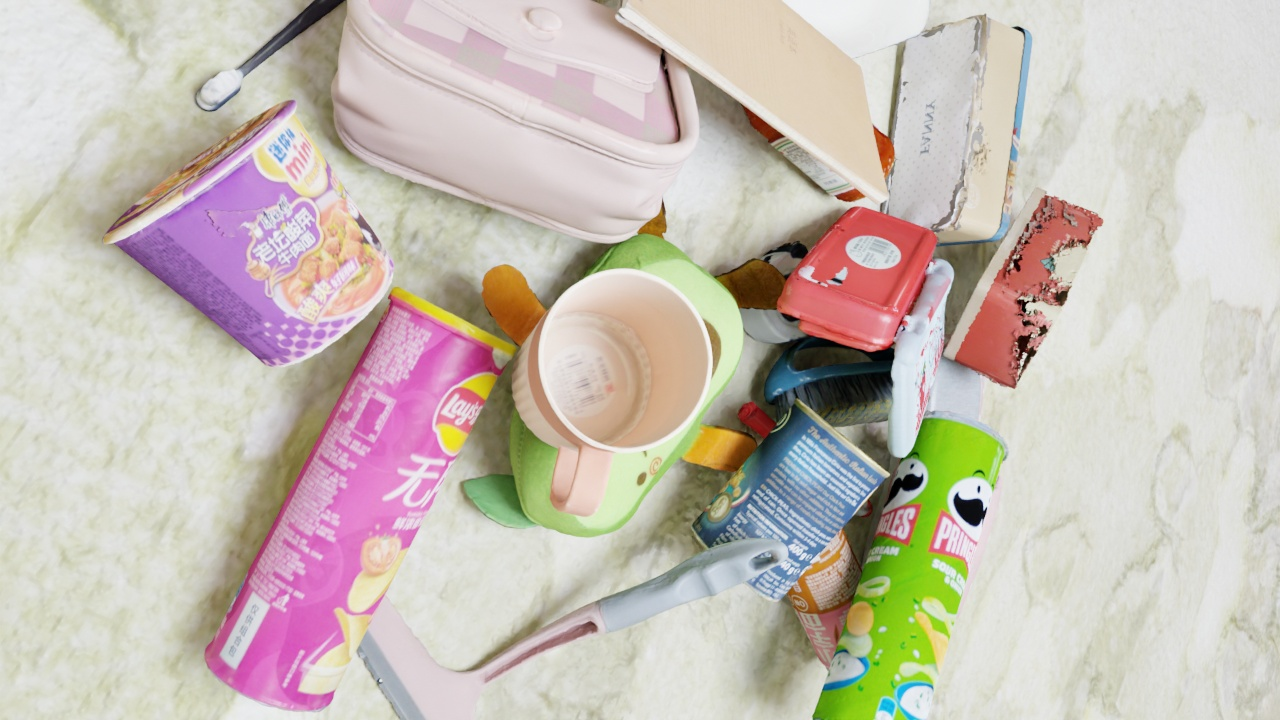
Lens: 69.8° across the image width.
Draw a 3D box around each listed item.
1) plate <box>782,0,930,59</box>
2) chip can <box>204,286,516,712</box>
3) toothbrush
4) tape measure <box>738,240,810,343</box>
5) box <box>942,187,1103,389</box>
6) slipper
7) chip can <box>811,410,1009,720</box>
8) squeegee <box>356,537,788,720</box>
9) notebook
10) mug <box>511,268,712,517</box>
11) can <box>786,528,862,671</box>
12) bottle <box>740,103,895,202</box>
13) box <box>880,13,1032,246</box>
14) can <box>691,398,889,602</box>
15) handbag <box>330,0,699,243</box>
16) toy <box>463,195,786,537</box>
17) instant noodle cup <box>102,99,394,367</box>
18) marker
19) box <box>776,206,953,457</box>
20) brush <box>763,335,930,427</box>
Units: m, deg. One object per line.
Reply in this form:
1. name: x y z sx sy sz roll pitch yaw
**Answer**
1. plate: 0.140 -0.308 0.688 0.163 0.034 0.164 -25 103 -28
2. chip can: -0.144 0.070 0.477 0.071 0.071 0.210 28 88 -28
3. toothbrush: -0.176 -0.199 0.511 0.015 0.018 0.180 47 67 -19
4. tape measure: 0.102 -0.045 0.667 0.065 0.034 0.066 -34 105 -29
5. box: 0.312 -0.058 0.725 0.167 0.076 0.091 -47 157 -40
6. slipper: 0.241 0.113 0.738 0.114 0.054 0.274 17 81 -30
7. chip can: 0.188 0.152 0.631 0.072 0.072 0.235 38 65 -25
8. squeegee: -0.027 0.161 0.553 0.249 0.040 0.248 -25 104 3
9. notebook: 0.075 -0.201 0.583 0.211 0.012 0.149 28 46 -28
10. mug: -0.023 0.021 0.462 0.081 0.106 0.114 14 79 -13
11. can: 0.132 0.158 0.671 0.057 0.058 0.147 -34 107 -26
12. bottle: 0.096 -0.190 0.650 0.206 0.060 0.059 33 74 -26
13. box: 0.246 -0.183 0.720 0.060 0.090 0.184 11 90 -30
14. can: 0.094 0.091 0.590 0.075 0.075 0.111 36 96 -26
15. handbag: -0.057 -0.198 0.535 0.193 0.094 0.233 20 59 -16
16. toy: -0.003 0.003 0.572 0.227 0.090 0.246 35 71 -23
17. instant noodle cup: -0.184 -0.059 0.458 0.111 0.112 0.099 -49 121 -21
18. marker: 0.127 0.077 0.692 0.145 0.017 0.017 39 71 -25
19. box: 0.164 -0.026 0.634 0.200 0.119 0.098 -43 151 -57
20. brush: 0.151 0.013 0.686 0.143 0.055 0.073 -5 68 -32
